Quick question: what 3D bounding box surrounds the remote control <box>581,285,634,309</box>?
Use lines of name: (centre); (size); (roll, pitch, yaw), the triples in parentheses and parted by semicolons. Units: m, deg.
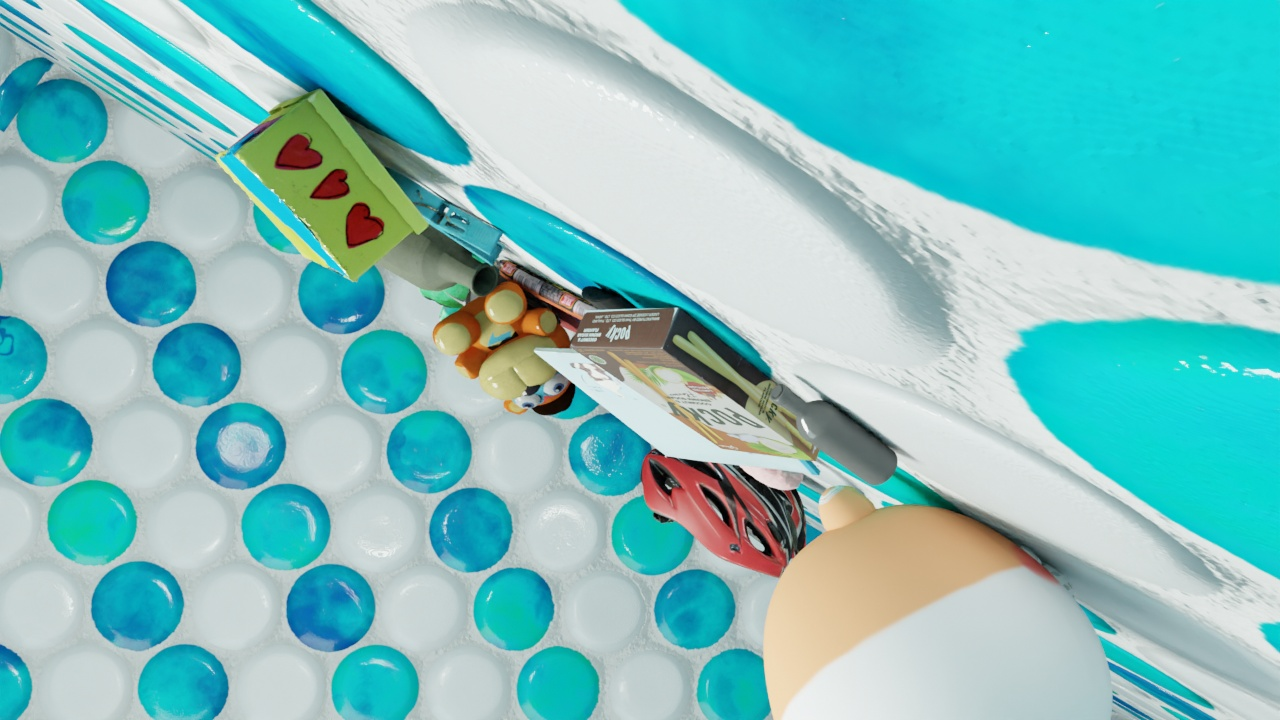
remote control: (0.006, -0.022, 0.761); (0.033, 0.015, 0.146); (26, 173, 46)

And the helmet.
helmet: (0.128, 0.203, 1.325); (0.272, 0.167, 0.217); (36, -170, 7)

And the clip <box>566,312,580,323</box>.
clip: (-0.073, -0.053, 0.950); (0.045, 0.014, 0.051); (25, 170, 48)

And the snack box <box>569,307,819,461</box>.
snack box: (0.048, 0.020, 0.698); (0.101, 0.031, 0.186); (2, 154, 49)

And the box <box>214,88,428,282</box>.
box: (-0.254, -0.137, 0.717); (0.124, 0.080, 0.221); (52, 164, -25)

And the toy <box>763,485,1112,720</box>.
toy: (0.227, 0.241, 0.739); (0.280, 0.265, 0.263); (62, 178, 35)

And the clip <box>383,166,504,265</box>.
clip: (-0.171, -0.123, 0.787); (0.120, 0.027, 0.103); (32, 172, -8)

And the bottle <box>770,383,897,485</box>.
bottle: (0.130, 0.048, 0.628); (0.113, 0.030, 0.030); (34, 174, -28)

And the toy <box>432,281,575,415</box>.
toy: (-0.122, -0.007, 0.914); (0.176, 0.112, 0.096); (44, -162, -53)

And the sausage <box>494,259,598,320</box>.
sausage: (-0.085, -0.064, 0.868); (0.155, 0.020, 0.020); (28, 174, 32)

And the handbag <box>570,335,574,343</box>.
handbag: (-0.027, 0.005, 1.071); (0.128, 0.054, 0.079); (38, 162, -30)

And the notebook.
notebook: (0.042, 0.050, 0.852); (0.181, 0.009, 0.253); (2, 154, 34)

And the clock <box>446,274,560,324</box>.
clock: (-0.136, -0.048, 0.963); (0.123, 0.091, 0.043); (48, -154, -43)

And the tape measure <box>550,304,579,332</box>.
tape measure: (-0.085, -0.050, 1.010); (0.059, 0.019, 0.051); (25, 172, 8)

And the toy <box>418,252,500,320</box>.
toy: (-0.181, -0.083, 1.014); (0.131, 0.072, 0.193); (-15, 156, 24)

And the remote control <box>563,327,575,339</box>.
remote control: (-0.084, -0.024, 1.186); (0.060, 0.028, 0.114); (28, 174, 30)

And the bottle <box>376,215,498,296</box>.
bottle: (-0.214, -0.111, 0.884); (0.207, 0.071, 0.071); (28, 174, 35)

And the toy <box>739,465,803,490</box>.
toy: (0.127, 0.096, 1.009); (0.108, 0.053, 0.105); (35, -175, -36)
